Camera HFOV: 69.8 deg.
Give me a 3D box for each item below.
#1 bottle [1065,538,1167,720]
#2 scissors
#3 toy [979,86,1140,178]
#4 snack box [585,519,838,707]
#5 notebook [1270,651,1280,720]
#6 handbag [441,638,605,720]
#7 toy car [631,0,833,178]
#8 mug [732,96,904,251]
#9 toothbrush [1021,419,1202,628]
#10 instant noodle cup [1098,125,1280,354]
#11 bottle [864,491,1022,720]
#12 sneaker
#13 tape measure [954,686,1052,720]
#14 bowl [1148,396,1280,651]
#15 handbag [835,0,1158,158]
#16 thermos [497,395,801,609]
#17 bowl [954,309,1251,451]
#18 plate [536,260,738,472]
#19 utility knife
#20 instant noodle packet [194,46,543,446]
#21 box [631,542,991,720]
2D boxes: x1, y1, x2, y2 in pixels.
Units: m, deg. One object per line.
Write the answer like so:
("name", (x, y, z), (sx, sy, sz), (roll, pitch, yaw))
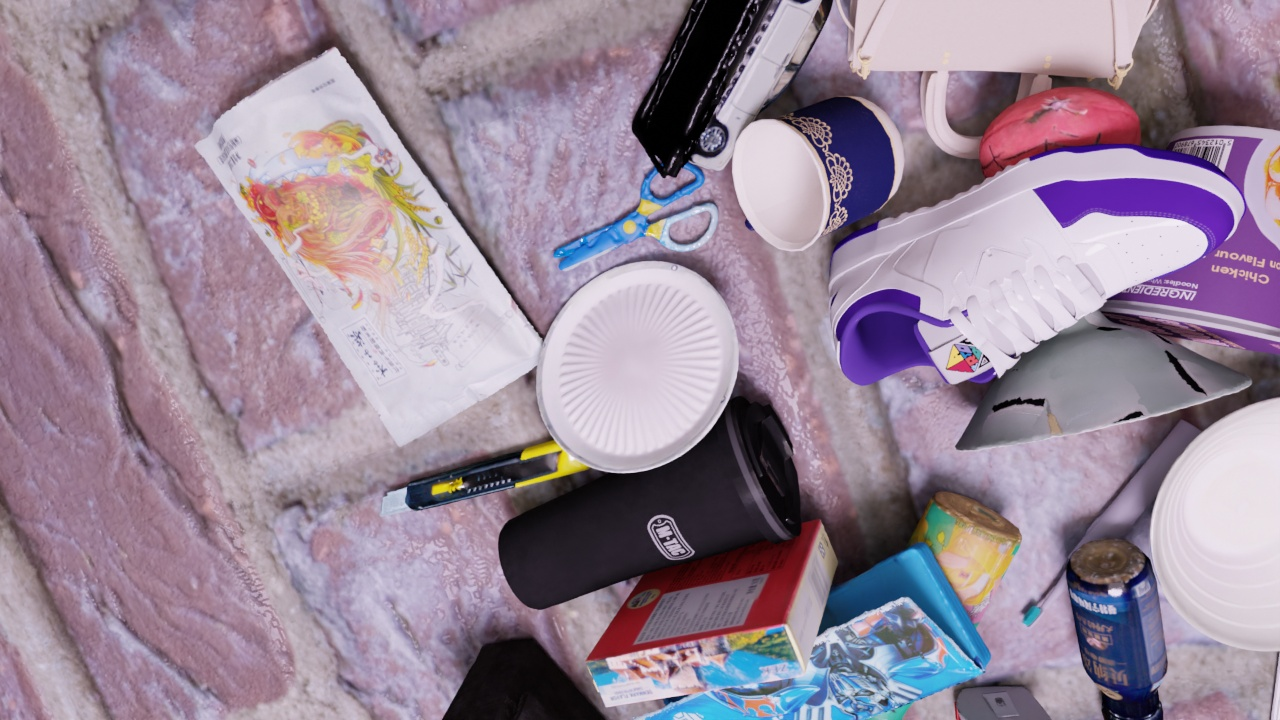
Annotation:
("bottle", (0.344, 0.204, 0.656), (0.056, 0.056, 0.161), (-16, 113, 10))
("scissors", (-0.009, -0.101, 0.666), (0.131, 0.022, 0.070), (-18, 101, 14))
("toy", (0.264, -0.122, 0.576), (0.092, 0.133, 0.062), (-1, 67, 35))
("snack box", (0.054, 0.172, 0.635), (0.145, 0.142, 0.040), (-19, 100, 25))
("notebook", (0.593, 0.243, 0.666), (0.246, 0.013, 0.178), (-1, 104, 7))
("handbag", (-0.066, 0.324, 0.670), (0.102, 0.199, 0.197), (-40, 96, 13))
("toy car", (0.070, -0.207, 0.590), (0.071, 0.094, 0.192), (17, 118, -24))
("mug", (0.118, -0.123, 0.611), (0.089, 0.112, 0.085), (-26, 81, -26))
("toothbrush", (0.340, 0.123, 0.667), (0.019, 0.018, 0.188), (30, 104, -9))
("instant noodle cup", (0.369, -0.075, 0.573), (0.137, 0.121, 0.122), (18, 96, 49))
("bottle", (0.203, 0.202, 0.676), (0.068, 0.068, 0.210), (22, 104, 2))
("sneaker", (0.215, -0.042, 0.546), (0.245, 0.110, 0.092), (-14, 136, 42))
("tape measure", (0.269, 0.266, 0.685), (0.060, 0.062, 0.020), (-7, 101, 3))
("bowl", (0.423, 0.104, 0.627), (0.177, 0.057, 0.177), (0, 100, 0))
("handbag", (0.219, -0.227, 0.577), (0.195, 0.101, 0.198), (4, 115, 6))
("thermos", (0.006, 0.112, 0.669), (0.219, 0.105, 0.106), (-25, 98, 17))
("bowl", (0.274, 0.005, 0.577), (0.174, 0.174, 0.068), (-15, 87, 10))
("plate", (-0.004, 0.004, 0.650), (0.157, 0.014, 0.156), (-9, 69, 23))
("utility knife", (-0.123, 0.093, 0.720), (0.188, 0.020, 0.029), (-17, 98, 11))
("instant noodle packet", (-0.199, -0.076, 0.677), (0.147, 0.057, 0.269), (-30, 102, 13))
("box", (0.109, 0.225, 0.644), (0.244, 0.085, 0.091), (-36, 72, 28))
